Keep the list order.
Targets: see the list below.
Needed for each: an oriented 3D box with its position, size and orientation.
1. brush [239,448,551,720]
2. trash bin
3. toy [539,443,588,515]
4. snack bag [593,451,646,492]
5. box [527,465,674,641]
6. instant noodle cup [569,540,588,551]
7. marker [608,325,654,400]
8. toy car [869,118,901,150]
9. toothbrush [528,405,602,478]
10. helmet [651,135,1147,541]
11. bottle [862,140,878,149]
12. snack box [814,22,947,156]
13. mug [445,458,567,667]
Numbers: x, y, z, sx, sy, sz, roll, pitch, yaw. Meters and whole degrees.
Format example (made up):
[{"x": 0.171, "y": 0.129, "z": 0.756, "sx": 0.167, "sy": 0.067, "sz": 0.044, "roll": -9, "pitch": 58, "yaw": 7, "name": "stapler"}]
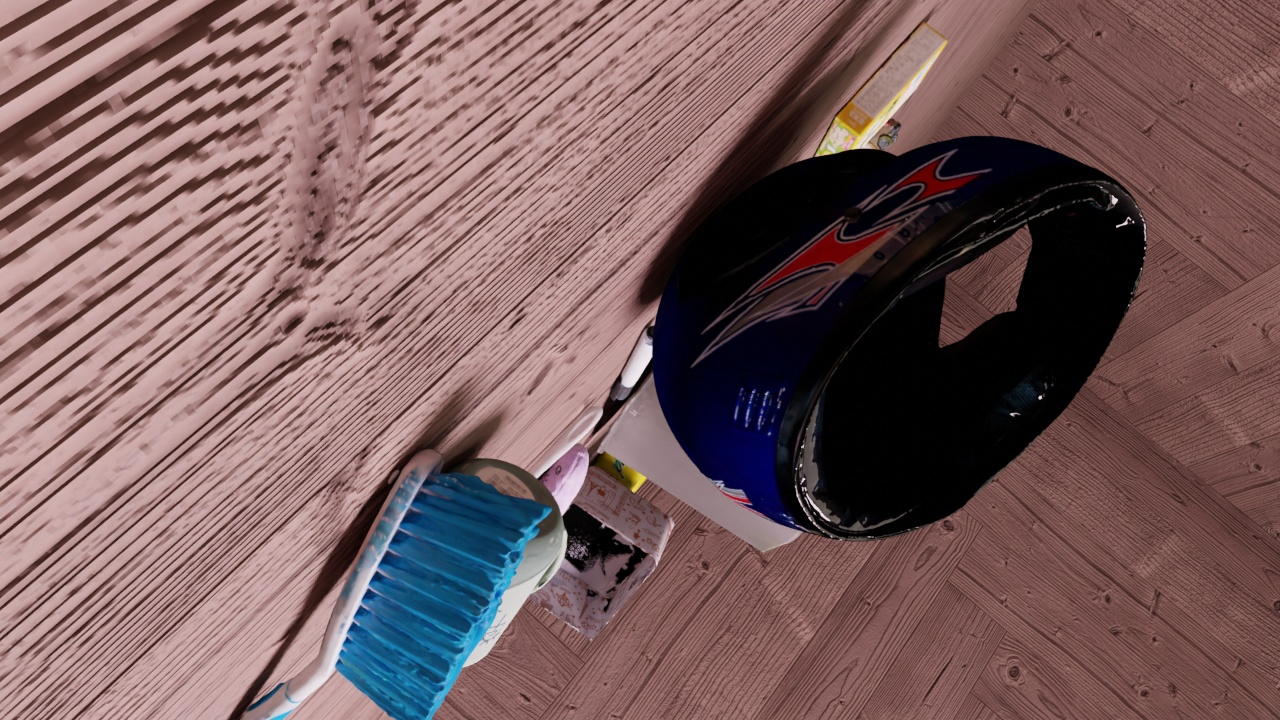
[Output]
[{"x": -0.160, "y": 0.171, "z": 0.503, "sx": 0.315, "sy": 0.109, "sz": 0.060, "roll": -61, "pitch": 178, "yaw": 23, "name": "brush"}, {"x": 0.100, "y": 0.074, "z": 0.988, "sx": 0.198, "sy": 0.220, "sz": 0.199, "roll": -51, "pitch": 177, "yaw": -20, "name": "trash bin"}, {"x": -0.082, "y": 0.126, "z": 0.916, "sx": 0.108, "sy": 0.039, "sz": 0.083, "roll": -58, "pitch": -176, "yaw": 30, "name": "toy"}, {"x": 0.003, "y": 0.117, "z": 1.293, "sx": 0.157, "sy": 0.068, "sz": 0.247, "roll": -40, "pitch": 168, "yaw": -52, "name": "snack bag"}, {"x": -0.084, "y": 0.245, "z": 1.050, "sx": 0.181, "sy": 0.158, "sz": 0.216, "roll": -53, "pitch": 173, "yaw": 31, "name": "box"}, {"x": -0.057, "y": 0.212, "z": 1.210, "sx": 0.111, "sy": 0.120, "sz": 0.111, "roll": -48, "pitch": 172, "yaw": -9, "name": "instant noodle cup"}, {"x": -0.005, "y": 0.005, "z": 0.831, "sx": 0.022, "sy": 0.018, "sz": 0.131, "roll": -37, "pitch": 169, "yaw": -27, "name": "marker"}, {"x": 0.289, "y": -0.266, "z": 1.156, "sx": 0.091, "sy": 0.035, "sz": 0.042, "roll": -53, "pitch": 171, "yaw": 34, "name": "toy car"}, {"x": -0.092, "y": 0.098, "z": 0.795, "sx": 0.179, "sy": 0.016, "sz": 0.016, "roll": -45, "pitch": 180, "yaw": -30, "name": "toothbrush"}, {"x": 0.153, "y": -0.035, "z": 0.656, "sx": 0.315, "sy": 0.247, "sz": 0.240, "roll": -43, "pitch": -144, "yaw": 2, "name": "helmet"}, {"x": 0.212, "y": -0.189, "z": 0.963, "sx": 0.063, "sy": 0.063, "sz": 0.108, "roll": -48, "pitch": 174, "yaw": -10, "name": "bottle"}, {"x": 0.226, "y": -0.246, "z": 0.875, "sx": 0.140, "sy": 0.034, "sz": 0.087, "roll": -49, "pitch": 174, "yaw": -13, "name": "snack box"}, {"x": -0.091, "y": 0.120, "z": 0.558, "sx": 0.111, "sy": 0.082, "sz": 0.106, "roll": 9, "pitch": 124, "yaw": -44, "name": "mug"}]
